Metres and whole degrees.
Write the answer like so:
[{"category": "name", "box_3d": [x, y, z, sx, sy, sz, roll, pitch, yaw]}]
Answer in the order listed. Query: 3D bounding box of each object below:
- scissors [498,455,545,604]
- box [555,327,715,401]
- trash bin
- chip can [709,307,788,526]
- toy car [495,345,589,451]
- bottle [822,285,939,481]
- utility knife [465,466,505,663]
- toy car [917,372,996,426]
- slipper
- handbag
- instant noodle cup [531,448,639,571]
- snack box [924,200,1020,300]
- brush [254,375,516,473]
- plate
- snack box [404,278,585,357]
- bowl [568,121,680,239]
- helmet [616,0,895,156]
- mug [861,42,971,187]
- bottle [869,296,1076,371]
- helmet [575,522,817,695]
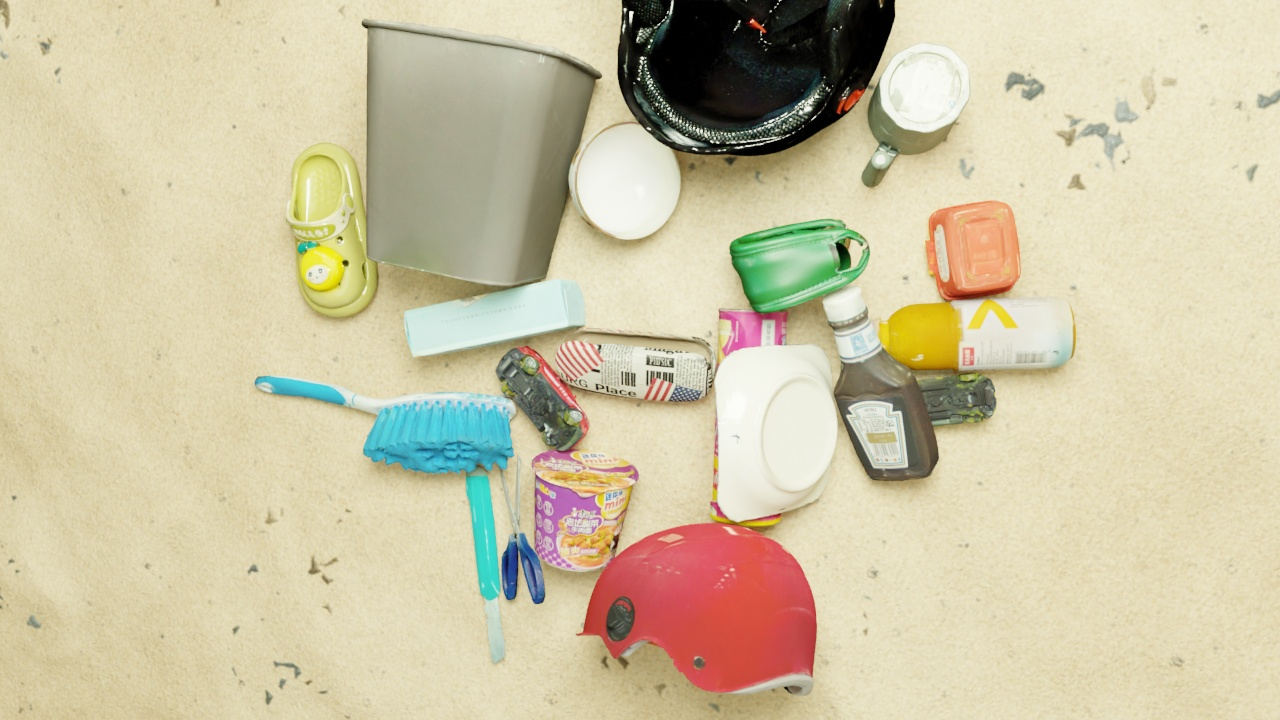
[{"category": "scissors", "box_3d": [-0.128, 0.185, 0.956, 0.012, 0.162, 0.176, -3, 122, -26]}, {"category": "box", "box_3d": [-0.007, 0.011, 0.927, 0.163, 0.081, 0.075, 7, 104, 8]}, {"category": "trash bin", "box_3d": [-0.163, -0.197, 0.894, 0.199, 0.198, 0.220, 13, 102, 11]}, {"category": "chip can", "box_3d": [0.108, 0.054, 0.913, 0.071, 0.071, 0.210, 2, 93, 10]}, {"category": "toy car", "box_3d": [-0.099, 0.038, 0.959, 0.053, 0.045, 0.120, -43, 81, 34]}, {"category": "bottle", "box_3d": [0.220, 0.023, 0.867, 0.080, 0.043, 0.195, -9, 113, 40]}, {"category": "utility knife", "box_3d": [-0.168, 0.221, 1.003, 0.029, 0.013, 0.221, -6, 90, 10]}, {"category": "toy car", "box_3d": [0.292, 0.039, 0.898, 0.105, 0.032, 0.048, -9, 93, 22]}, {"category": "slipper", "box_3d": [-0.343, -0.141, 0.980, 0.092, 0.081, 0.190, -6, 90, 13]}, {"category": "handbag", "box_3d": [0.148, -0.097, 0.868, 0.120, 0.131, 0.068, -19, 99, 7]}, {"category": "instant noodle cup", "box_3d": [-0.063, 0.154, 0.936, 0.111, 0.111, 0.099, 11, 104, 9]}, {"category": "snack box", "box_3d": [0.314, -0.104, 0.860, 0.082, 0.080, 0.091, -9, 92, 11]}, {"category": "brush", "box_3d": [-0.282, 0.062, 0.986, 0.315, 0.061, 0.109, -1, 50, 6]}, {"category": "plate", "box_3d": [0.139, 0.067, 0.870, 0.034, 0.163, 0.164, 4, 98, 51]}, {"category": "snack box", "box_3d": [-0.149, -0.044, 0.952, 0.175, 0.074, 0.051, -10, 92, 11]}, {"category": "bowl", "box_3d": [-0.023, -0.180, 0.917, 0.113, 0.062, 0.113, -6, 104, -24]}, {"category": "helmet", "box_3d": [0.105, -0.299, 0.812, 0.233, 0.230, 0.275, 28, 97, 22]}, {"category": "mug", "box_3d": [0.247, -0.224, 0.854, 0.084, 0.103, 0.124, 31, 97, 7]}, {"category": "bottle", "box_3d": [0.307, -0.024, 0.872, 0.190, 0.068, 0.068, -2, 93, 14]}, {"category": "helmet", "box_3d": [0.058, 0.225, 0.875, 0.240, 0.206, 0.143, 3, 76, 41]}]
